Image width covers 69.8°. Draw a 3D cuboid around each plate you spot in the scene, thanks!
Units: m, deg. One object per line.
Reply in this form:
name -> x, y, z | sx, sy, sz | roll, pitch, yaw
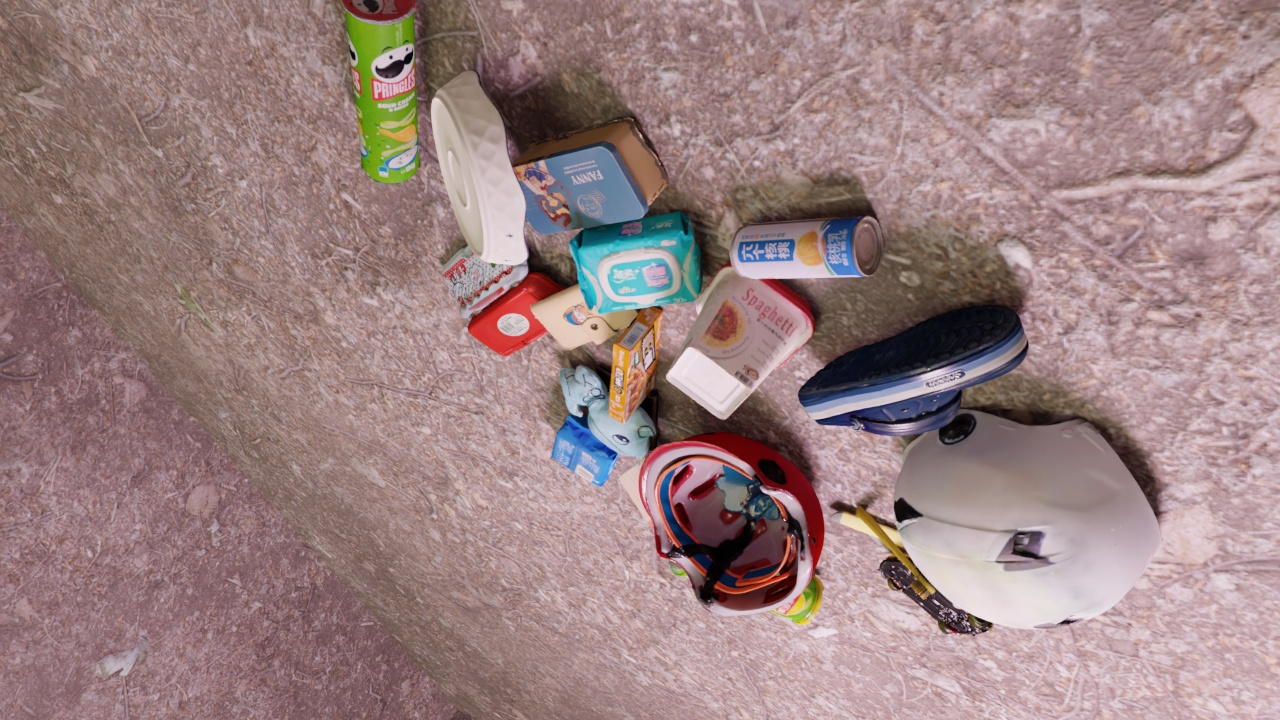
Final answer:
plate -> -0.171, -0.193, 0.956 | 0.205, 0.045, 0.205 | 162, 90, -72

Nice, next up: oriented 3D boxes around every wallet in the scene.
wallet -> -0.018, 0.064, 1.245 | 0.096, 0.020, 0.122 | 25, 143, 20
wallet -> -0.063, -0.055, 1.100 | 0.115, 0.024, 0.087 | -22, 126, 25

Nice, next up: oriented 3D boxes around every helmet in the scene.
helmet -> 0.356, 0.175, 0.900 | 0.259, 0.145, 0.229 | -4, 129, 47
helmet -> 0.122, 0.182, 1.138 | 0.240, 0.143, 0.208 | 52, 127, 6

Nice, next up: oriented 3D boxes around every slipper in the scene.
slipper -> 0.248, 0.027, 0.858 | 0.095, 0.104, 0.253 | 53, 148, -9

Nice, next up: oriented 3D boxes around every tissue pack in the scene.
tissue pack -> -0.003, -0.099, 0.955 | 0.133, 0.050, 0.093 | -8, 131, 12
tissue pack -> -0.077, 0.127, 1.341 | 0.095, 0.052, 0.157 | 32, 154, 5

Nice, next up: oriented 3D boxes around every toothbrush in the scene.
toothbrush -> 0.282, 0.213, 1.034 | 0.015, 0.016, 0.190 | 45, -175, -18

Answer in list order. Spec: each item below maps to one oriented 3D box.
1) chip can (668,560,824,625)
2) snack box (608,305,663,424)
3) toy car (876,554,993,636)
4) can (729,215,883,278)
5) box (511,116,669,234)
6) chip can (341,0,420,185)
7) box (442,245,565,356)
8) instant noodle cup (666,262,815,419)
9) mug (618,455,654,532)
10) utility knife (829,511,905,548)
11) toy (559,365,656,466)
chip can -> 0.144, 0.294, 1.259 | 0.221, 0.072, 0.073 | 25, 151, -18
snack box -> -0.007, 0.006, 1.108 | 0.026, 0.075, 0.154 | 29, 146, 16
toy car -> 0.364, 0.284, 1.124 | 0.156, 0.041, 0.071 | 38, 148, -2
can -> 0.150, -0.102, 0.842 | 0.135, 0.053, 0.053 | 3, 134, 42
box -> -0.054, -0.185, 0.931 | 0.185, 0.062, 0.090 | -1, 131, 47
chip can -> -0.278, -0.296, 1.002 | 0.072, 0.072, 0.237 | 32, 148, 9
box -> -0.180, -0.087, 1.188 | 0.161, 0.058, 0.202 | 50, 145, -11
instant noodle cup -> 0.096, -0.017, 0.934 | 0.116, 0.124, 0.117 | 37, 148, 2
mug -> 0.040, 0.174, 1.252 | 0.115, 0.081, 0.106 | -41, 81, 35
utility knife -> 0.311, 0.218, 1.116 | 0.167, 0.018, 0.031 | 23, 149, 24
toy -> -0.044, 0.073, 1.220 | 0.162, 0.049, 0.156 | -11, 113, 54
